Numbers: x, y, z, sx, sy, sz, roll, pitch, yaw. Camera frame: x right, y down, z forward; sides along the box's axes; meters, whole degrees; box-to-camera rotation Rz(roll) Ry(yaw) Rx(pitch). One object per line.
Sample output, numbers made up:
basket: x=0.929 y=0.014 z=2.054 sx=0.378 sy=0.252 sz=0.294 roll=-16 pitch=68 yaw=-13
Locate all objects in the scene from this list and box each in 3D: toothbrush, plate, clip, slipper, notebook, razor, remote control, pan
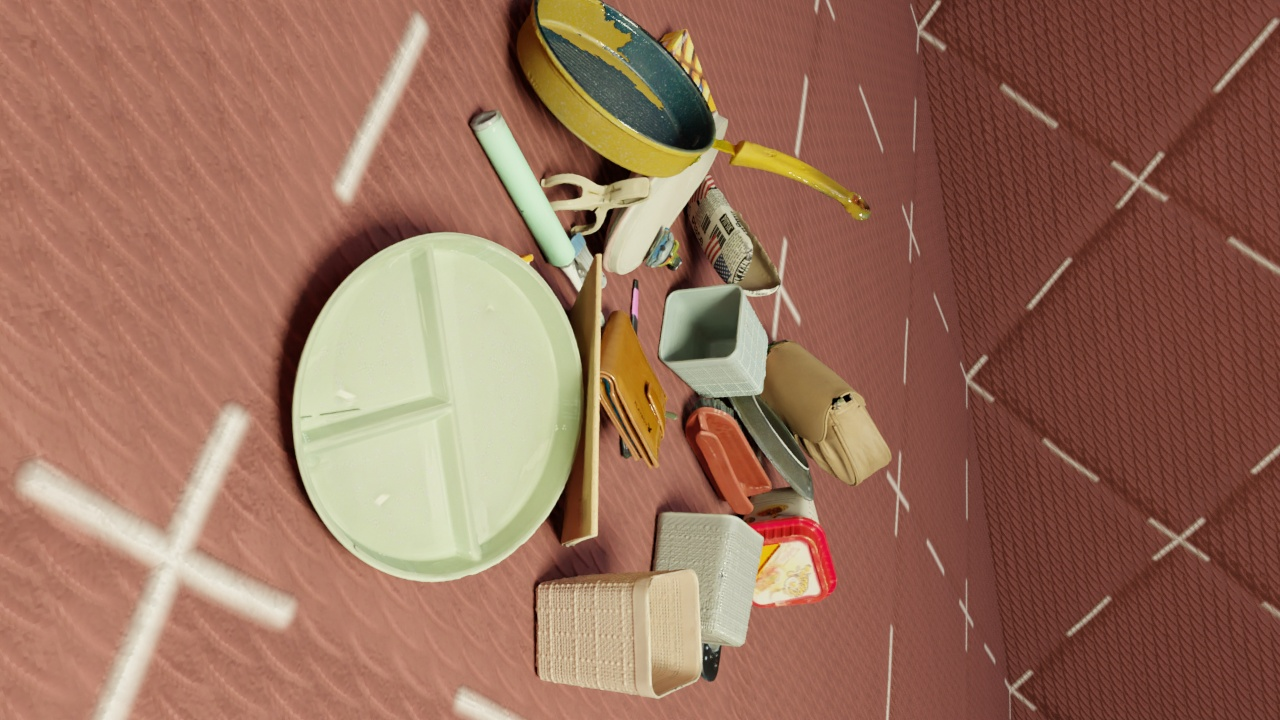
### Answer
toothbrush: x=-0.005 y=0.005 z=0.912 sx=0.014 sy=0.018 sz=0.189 roll=43 pitch=46 yaw=-62
plate: x=-0.128 y=0.031 z=0.614 sx=0.229 sy=0.028 sz=0.230 roll=-4 pitch=96 yaw=-47
clip: x=-0.047 y=-0.142 z=0.802 sx=0.098 sy=0.100 sz=0.035 roll=14 pitch=71 yaw=-29
clip: x=-0.053 y=-0.089 z=0.837 sx=0.024 sy=0.028 sz=0.057 roll=-61 pitch=137 yaw=-41
slipper: x=0.019 y=-0.179 z=0.919 sx=0.273 sy=0.054 sz=0.114 roll=-55 pitch=169 yaw=-45
notebook: x=-0.047 y=0.039 z=0.737 sx=0.150 sy=0.012 sz=0.211 roll=130 pitch=-38 yaw=-72
razor: x=0.031 y=-0.106 z=0.953 sx=0.043 sy=0.022 sz=0.142 roll=-58 pitch=173 yaw=4
remote control: x=0.074 y=0.276 z=0.996 sx=0.053 sy=0.024 sz=0.136 roll=45 pitch=47 yaw=-51
plate: x=0.159 y=0.088 z=1.094 sx=0.179 sy=0.024 sz=0.179 roll=51 pitch=11 yaw=-14
toothbrush: x=-0.080 y=-0.113 z=0.787 sx=0.026 sy=0.027 sz=0.224 roll=-48 pitch=129 yaw=-25
pan: x=0.054 y=-0.213 z=0.826 sx=0.357 sy=0.078 sz=0.197 roll=34 pitch=37 yaw=-17

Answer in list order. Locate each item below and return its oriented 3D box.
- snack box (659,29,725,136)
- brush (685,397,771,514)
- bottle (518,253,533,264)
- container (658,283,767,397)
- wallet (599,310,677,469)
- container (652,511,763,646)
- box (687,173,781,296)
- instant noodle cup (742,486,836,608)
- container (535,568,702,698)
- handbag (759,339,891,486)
snack box: x=0.052 y=-0.300 z=1.065 sx=0.140 sy=0.034 sz=0.086 roll=66 pitch=34 yaw=-33
brush: x=0.094 y=0.107 z=1.026 sx=0.069 sy=0.063 sz=0.146 roll=-83 pitch=151 yaw=-49
bottle: x=-0.088 y=-0.027 z=0.717 sx=0.063 sy=0.063 sz=0.108 roll=-34 pitch=114 yaw=-58
container: x=0.086 y=-0.015 z=1.012 sx=0.111 sy=0.090 sz=0.089 roll=47 pitch=46 yaw=-52
wallet: x=-0.007 y=0.030 z=0.833 sx=0.119 sy=0.035 sz=0.130 roll=59 pitch=17 yaw=-21
container: x=0.064 y=0.221 z=0.924 sx=0.090 sy=0.090 sz=0.114 roll=42 pitch=52 yaw=-50
box: x=0.103 y=-0.144 z=1.028 sx=0.086 sy=0.075 sz=0.162 roll=89 pitch=-15 yaw=-48
instant noodle cup: x=0.173 y=0.219 z=1.111 sx=0.124 sy=0.117 sz=0.116 roll=-66 pitch=141 yaw=-63
container: x=-0.020 y=0.216 z=0.742 sx=0.090 sy=0.111 sz=0.090 roll=12 pitch=74 yaw=-60
handbag: x=0.223 y=0.067 z=1.167 sx=0.148 sy=0.099 sz=0.204 roll=59 pitch=-6 yaw=-35
